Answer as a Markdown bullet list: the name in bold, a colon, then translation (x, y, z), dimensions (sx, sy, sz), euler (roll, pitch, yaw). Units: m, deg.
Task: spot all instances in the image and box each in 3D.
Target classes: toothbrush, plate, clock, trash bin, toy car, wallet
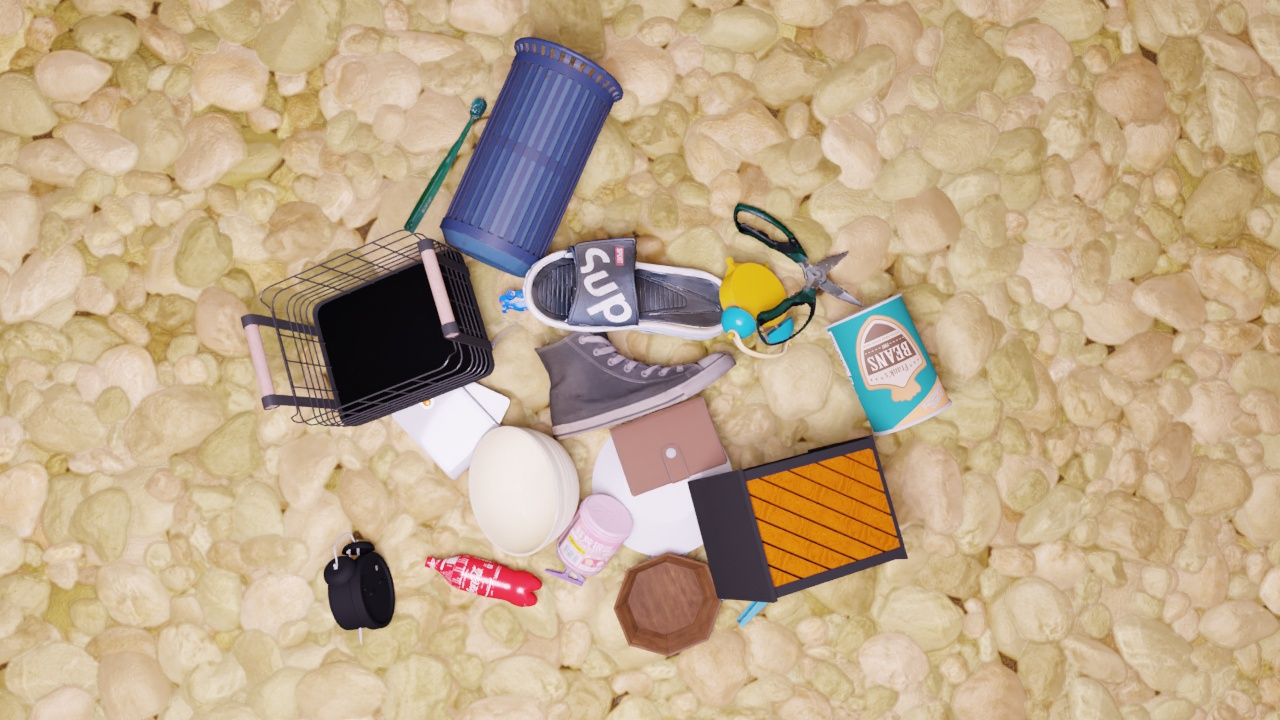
- **toothbrush**: translation (-0.242, -0.243, 1.137), dimensions (0.016, 0.017, 0.189), euler (29, 86, -1)
- **plate**: translation (0.031, 0.291, 1.108), dimensions (0.131, 0.025, 0.131), euler (-1, 99, -7)
- **clock**: translation (0.139, -0.063, 1.113), dimensions (0.099, 0.044, 0.129), euler (6, 65, -30)
- **plate**: translation (0.028, 0.150, 1.110), dimensions (0.174, 0.036, 0.174), euler (0, 82, 0)
- **clock**: translation (-0.331, 0.260, 1.074), dimensions (0.042, 0.091, 0.121), euler (-14, 101, 7)
- **trash bin**: translation (-0.133, -0.231, 1.082), dimensions (0.139, 0.139, 0.249), euler (24, 88, -1)
- **toy car**: translation (-0.141, -0.055, 1.121), dimensions (0.092, 0.033, 0.062), euler (-9, 81, -3)
- **wallet**: translation (-0.224, 0.063, 1.113), dimensions (0.115, 0.037, 0.118), euler (-43, 93, -3)
- **wallet**: translation (0.033, 0.102, 1.090), dimensions (0.121, 0.013, 0.087), euler (-20, 82, -2)
- **trash bin**: translation (0.173, 0.180, 1.042), dimensions (0.171, 0.140, 0.139), euler (-12, 82, -22)

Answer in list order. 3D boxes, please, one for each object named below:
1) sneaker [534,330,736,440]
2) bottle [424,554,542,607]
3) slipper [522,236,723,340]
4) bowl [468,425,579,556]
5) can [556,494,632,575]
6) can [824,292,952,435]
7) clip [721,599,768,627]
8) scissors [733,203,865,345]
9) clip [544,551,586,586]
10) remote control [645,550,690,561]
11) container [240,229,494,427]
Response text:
- **sneaker**: translation (-0.006, 0.007, 1.101), dimensions (0.235, 0.095, 0.120), euler (-17, 88, 4)
- **bottle**: translation (-0.189, 0.261, 1.103), dimensions (0.141, 0.042, 0.042), euler (16, 87, -1)
- **slipper**: translation (-0.006, -0.084, 1.071), dimensions (0.263, 0.063, 0.111), euler (8, 65, -24)
- **bowl**: translation (-0.125, 0.148, 1.079), dimensions (0.151, 0.075, 0.151), euler (3, 95, 40)
- **can**: translation (-0.054, 0.205, 1.083), dimensions (0.067, 0.067, 0.076), euler (34, 120, 0)
- **can**: translation (0.297, 0.005, 1.105), dimensions (0.099, 0.099, 0.144), euler (-24, 88, -3)
- **clip**: translation (0.171, 0.283, 1.126), dimensions (0.120, 0.030, 0.130), euler (36, 86, -5)
- **scissors**: translation (0.172, -0.099, 1.107), dimensions (0.202, 0.015, 0.205), euler (34, 55, 7)
- **clip**: translation (-0.089, 0.257, 1.122), dimensions (0.050, 0.013, 0.029), euler (31, 88, -3)
- **remote control**: translation (0.060, 0.212, 1.129), dimensions (0.033, 0.013, 0.136), euler (44, 87, 1)
- **container**: translation (-0.299, -0.032, 1.034), dimensions (0.242, 0.130, 0.162), euler (-20, 80, 12)
